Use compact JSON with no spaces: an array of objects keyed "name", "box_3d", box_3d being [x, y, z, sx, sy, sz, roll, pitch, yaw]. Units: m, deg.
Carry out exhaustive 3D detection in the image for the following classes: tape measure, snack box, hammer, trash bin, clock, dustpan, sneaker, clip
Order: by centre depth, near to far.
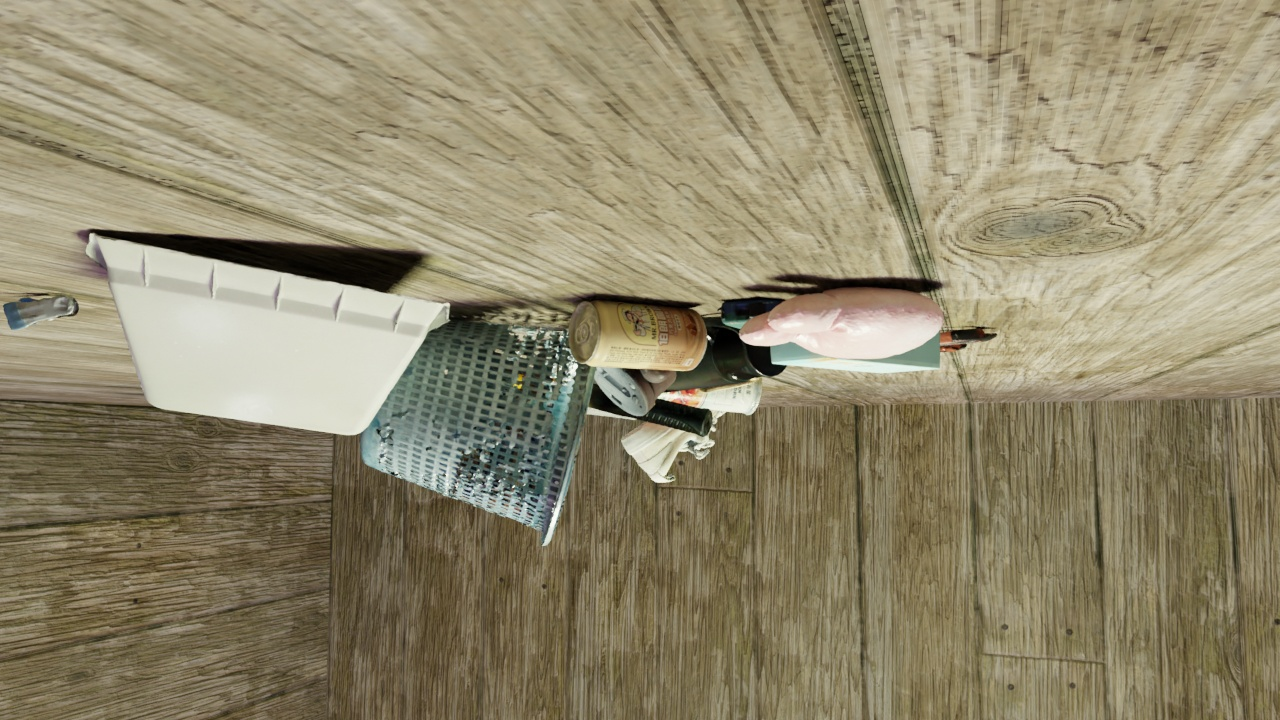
[{"name":"dustpan","box_3d":[-0.281,-0.043,0.711,0.222,0.142,0.259,11,143,-21]},{"name":"clip","box_3d":[-0.500,-0.042,0.769,0.058,0.027,0.043,-8,-171,3]},{"name":"tape measure","box_3d":[0.104,-0.039,0.819,0.055,0.025,0.058,-2,175,30]},{"name":"trash bin","box_3d":[-0.158,0.050,0.895,0.195,0.226,0.227,13,173,-7]},{"name":"snack box","box_3d":[0.214,-0.018,0.904,0.174,0.051,0.074,5,174,-37]},{"name":"clock","box_3d":[-0.006,0.006,0.954,0.055,0.082,0.122,-42,161,-25]},{"name":"hammer","box_3d":[-0.057,0.041,1.075,0.301,0.032,0.129,12,159,26]},{"name":"sneaker","box_3d":[0.080,0.081,1.259,0.241,0.091,0.090,-37,-177,-39]}]

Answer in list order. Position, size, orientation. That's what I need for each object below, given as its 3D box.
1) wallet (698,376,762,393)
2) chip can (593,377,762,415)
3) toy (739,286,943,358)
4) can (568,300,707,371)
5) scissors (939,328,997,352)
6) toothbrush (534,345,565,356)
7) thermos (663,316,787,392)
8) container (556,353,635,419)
[{"name":"wallet","box_3d":[0.130,0.004,1.046,0.087,0.024,0.114,-12,-166,45]},{"name":"chip can","box_3d":[0.044,0.025,1.176,0.214,0.071,0.071,6,173,-16]},{"name":"toy","box_3d":[0.165,-0.031,0.752,0.159,0.054,0.121,2,167,-24]},{"name":"can","box_3d":[-0.001,-0.022,0.822,0.116,0.058,0.059,3,174,-32]},{"name":"scissors","box_3d":[0.297,-0.016,1.062,0.226,0.015,0.189,-2,174,-24]},{"name":"toothbrush","box_3d":[-0.140,-0.006,1.227,0.015,0.018,0.181,9,169,-27]},{"name":"thermos","box_3d":[0.051,-0.010,0.989,0.090,0.068,0.243,38,155,-23]},{"name":"container","box_3d":[-0.052,0.030,1.233,0.114,0.090,0.090,5,173,-16]}]
